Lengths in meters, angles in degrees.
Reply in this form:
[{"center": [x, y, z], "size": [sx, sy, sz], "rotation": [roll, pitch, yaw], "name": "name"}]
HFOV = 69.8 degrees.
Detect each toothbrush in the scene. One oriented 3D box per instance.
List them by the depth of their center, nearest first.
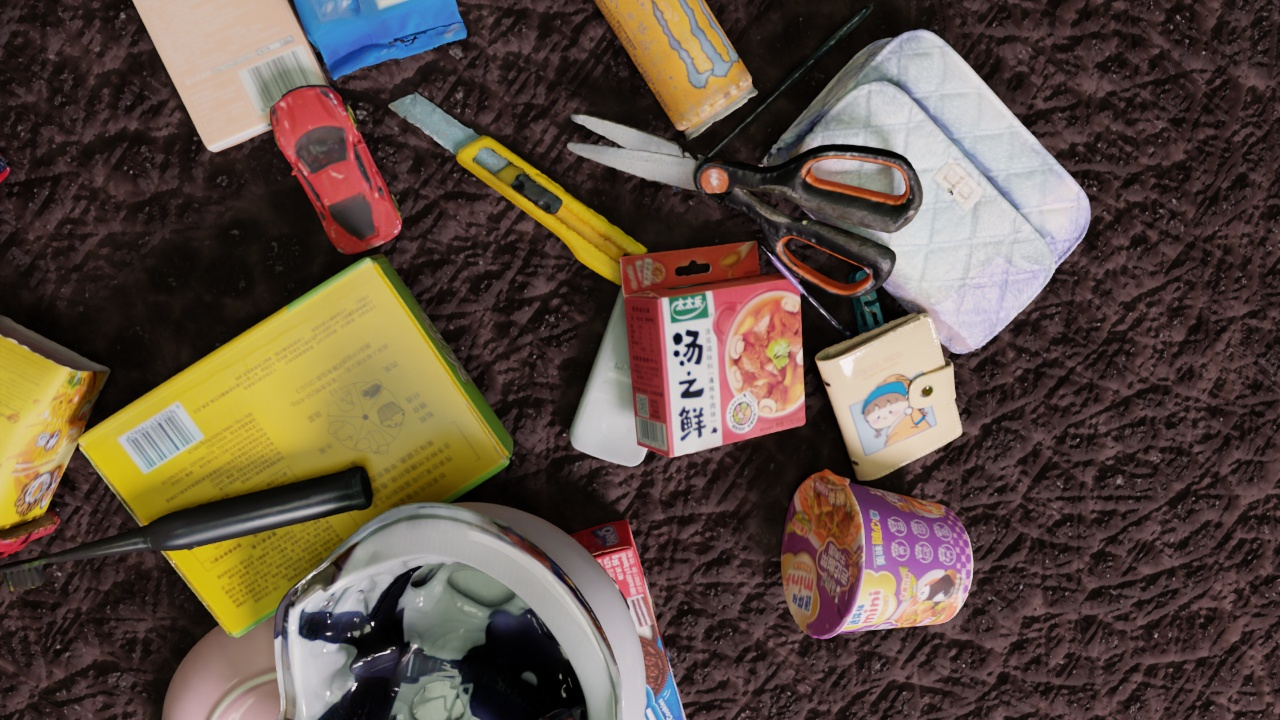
[{"center": [-0.266, 0.100, 0.537], "size": [0.212, 0.026, 0.027], "rotation": [-14, 96, -5], "name": "toothbrush"}, {"center": [0.087, -0.179, 0.616], "size": [0.181, 0.015, 0.018], "rotation": [-41, 93, 1], "name": "toothbrush"}, {"center": [0.137, -0.022, 0.622], "size": [0.017, 0.014, 0.189], "rotation": [-43, 120, 10], "name": "toothbrush"}]

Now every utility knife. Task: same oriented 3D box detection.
[{"center": [-0.075, -0.110, 0.598], "size": [0.207, 0.015, 0.033], "rotation": [35, 86, -4], "name": "utility knife"}]

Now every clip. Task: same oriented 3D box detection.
[{"center": [0.160, -0.037, 0.646], "size": [0.014, 0.040, 0.056], "rotation": [-16, 97, -8], "name": "clip"}]

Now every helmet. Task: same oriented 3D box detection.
[{"center": [-0.092, 0.198, 0.556], "size": [0.229, 0.145, 0.259], "rotation": [20, 100, 19], "name": "helmet"}]

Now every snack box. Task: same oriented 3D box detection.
[{"center": [-0.259, -0.217, 0.558], "size": [0.084, 0.026, 0.157], "rotation": [-23, 101, -3], "name": "snack box"}, {"center": [-0.210, 0.051, 0.586], "size": [0.210, 0.070, 0.157], "rotation": [-33, 102, -2], "name": "snack box"}, {"center": [0.050, -0.011, 0.605], "size": [0.113, 0.044, 0.127], "rotation": [-11, 102, -29], "name": "snack box"}, {"center": [-0.006, 0.221, 0.648], "size": [0.057, 0.058, 0.207], "rotation": [-16, 101, -2], "name": "snack box"}]

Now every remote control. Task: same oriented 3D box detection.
[{"center": [-0.004, 0.004, 0.631], "size": [0.056, 0.020, 0.136], "rotation": [19, 94, -11], "name": "remote control"}]

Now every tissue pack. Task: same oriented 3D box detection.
[{"center": [-0.172, -0.258, 0.550], "size": [0.095, 0.052, 0.157], "rotation": [-20, 101, -6], "name": "tissue pack"}]

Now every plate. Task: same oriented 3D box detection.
[{"center": [-0.234, 0.261, 0.633], "size": [0.192, 0.039, 0.192], "rotation": [-1, 99, -8], "name": "plate"}]

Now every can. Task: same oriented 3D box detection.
[{"center": [0.012, -0.216, 0.578], "size": [0.058, 0.058, 0.146], "rotation": [-35, 102, -1], "name": "can"}]

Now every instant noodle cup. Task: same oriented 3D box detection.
[{"center": [-0.393, 0.041, 0.545], "size": [0.116, 0.116, 0.123], "rotation": [30, 83, -11], "name": "instant noodle cup"}, {"center": [0.166, 0.138, 0.636], "size": [0.099, 0.111, 0.111], "rotation": [8, 98, -16], "name": "instant noodle cup"}]

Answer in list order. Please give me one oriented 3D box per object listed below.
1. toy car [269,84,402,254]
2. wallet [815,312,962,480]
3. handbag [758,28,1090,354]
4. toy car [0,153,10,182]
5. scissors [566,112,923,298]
[{"center": [-0.190, -0.118, 0.572], "size": [0.049, 0.031, 0.106], "rotation": [-23, 118, -4], "name": "toy car"}, {"center": [0.177, 0.025, 0.637], "size": [0.087, 0.024, 0.115], "rotation": [-22, 121, 5], "name": "wallet"}, {"center": [0.191, -0.114, 0.609], "size": [0.194, 0.075, 0.134], "rotation": [41, 98, -11], "name": "handbag"}, {"center": [-0.427, -0.083, 0.546], "size": [0.120, 0.053, 0.045], "rotation": [-35, 123, 5], "name": "toy car"}, {"center": [0.059, -0.098, 0.589], "size": [0.234, 0.021, 0.163], "rotation": [-1, 124, 20], "name": "scissors"}]
